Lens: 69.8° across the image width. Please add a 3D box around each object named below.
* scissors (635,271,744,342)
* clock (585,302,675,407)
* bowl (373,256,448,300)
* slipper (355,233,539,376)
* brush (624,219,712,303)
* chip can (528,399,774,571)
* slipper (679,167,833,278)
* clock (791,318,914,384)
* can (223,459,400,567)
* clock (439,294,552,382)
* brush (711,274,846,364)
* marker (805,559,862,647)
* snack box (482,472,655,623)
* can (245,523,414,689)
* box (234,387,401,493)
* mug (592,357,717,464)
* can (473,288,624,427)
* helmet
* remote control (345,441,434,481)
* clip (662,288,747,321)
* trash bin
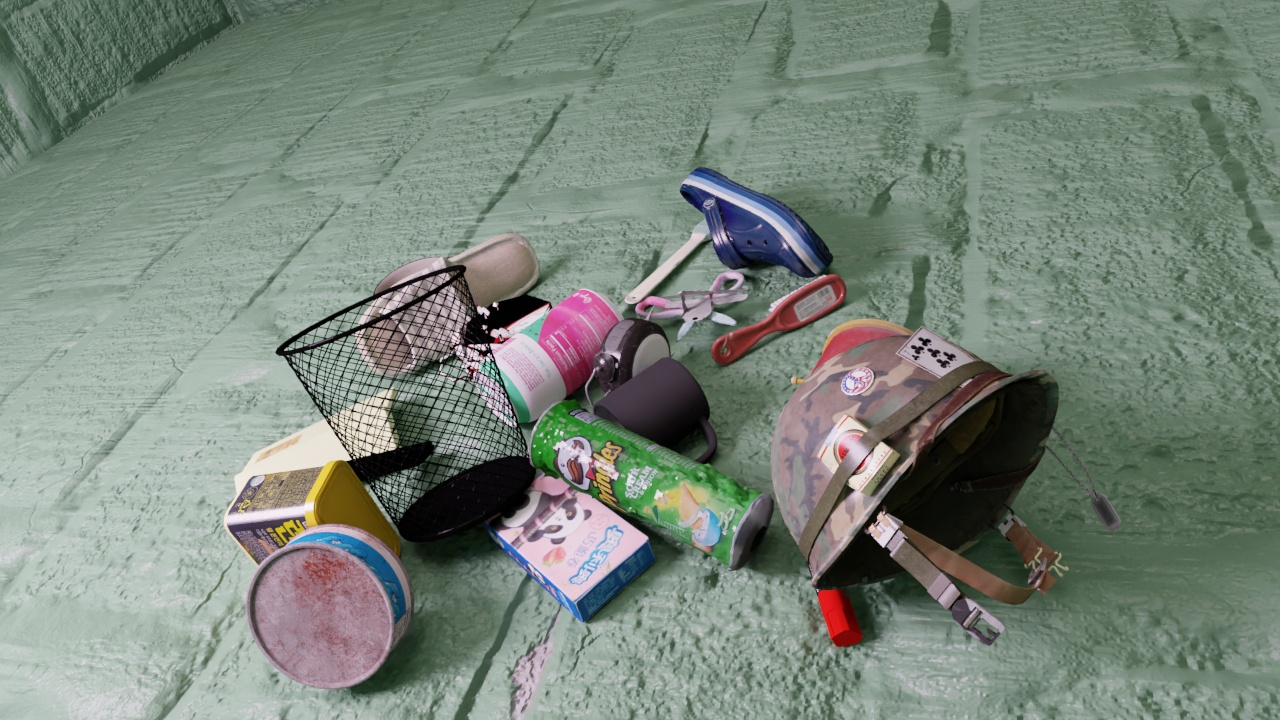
[{"bbox_3d":[0.072,-0.067,1.066,0.167,0.014,0.171,-29,25,-24],"label":"scissors"},{"bbox_3d":[-0.006,0.006,0.960,0.044,0.091,0.122,12,49,35],"label":"clock"},{"bbox_3d":[-0.290,-0.082,1.226,0.115,0.059,0.115,-12,37,9],"label":"bowl"},{"bbox_3d":[-0.233,-0.076,1.159,0.271,0.114,0.054,-39,20,-30],"label":"slipper"},{"bbox_3d":[0.048,-0.132,1.177,0.033,0.012,0.217,13,44,37],"label":"brush"},{"bbox_3d":[0.007,0.107,0.808,0.223,0.075,0.075,23,52,29],"label":"chip can"},{"bbox_3d":[0.129,-0.153,1.113,0.095,0.105,0.253,-49,45,1],"label":"slipper"},{"bbox_3d":[0.214,0.032,0.801,0.159,0.117,0.081,-9,35,47],"label":"clock"},{"bbox_3d":[-0.304,0.162,0.856,0.101,0.131,0.072,-9,37,17],"label":"can"},{"bbox_3d":[-0.172,-0.025,1.095,0.154,0.065,0.114,-27,37,-13],"label":"clock"},{"bbox_3d":[0.149,-0.046,1.011,0.172,0.041,0.030,-29,20,-10],"label":"brush"},{"bbox_3d":[0.148,0.166,0.745,0.023,0.021,0.144,5,35,-10],"label":"marker"},{"bbox_3d":[-0.067,0.162,0.833,0.087,0.033,0.154,-36,40,-23],"label":"snack box"},{"bbox_3d":[-0.261,0.207,0.773,0.130,0.130,0.044,-11,9,11],"label":"can"},{"bbox_3d":[-0.359,0.099,1.025,0.188,0.048,0.140,-25,33,1],"label":"box"},{"bbox_3d":[0.022,0.063,0.897,0.087,0.078,0.113,-34,66,-20],"label":"mug"},{"bbox_3d":[-0.096,-0.004,1.015,0.165,0.088,0.088,-38,40,-24],"label":"can"},{"bbox_3d":[0.206,0.089,0.655,0.225,0.192,0.236,-43,55,34],"label":"helmet"},{"bbox_3d":[-0.274,0.108,0.931,0.035,0.013,0.149,-42,-17,32],"label":"remote control"},{"bbox_3d":[0.065,-0.063,1.031,0.102,0.041,0.054,-5,11,25],"label":"clip"},{"bbox_3d":[-0.206,0.044,0.866,0.184,0.210,0.184,-21,16,6],"label":"trash bin"}]
